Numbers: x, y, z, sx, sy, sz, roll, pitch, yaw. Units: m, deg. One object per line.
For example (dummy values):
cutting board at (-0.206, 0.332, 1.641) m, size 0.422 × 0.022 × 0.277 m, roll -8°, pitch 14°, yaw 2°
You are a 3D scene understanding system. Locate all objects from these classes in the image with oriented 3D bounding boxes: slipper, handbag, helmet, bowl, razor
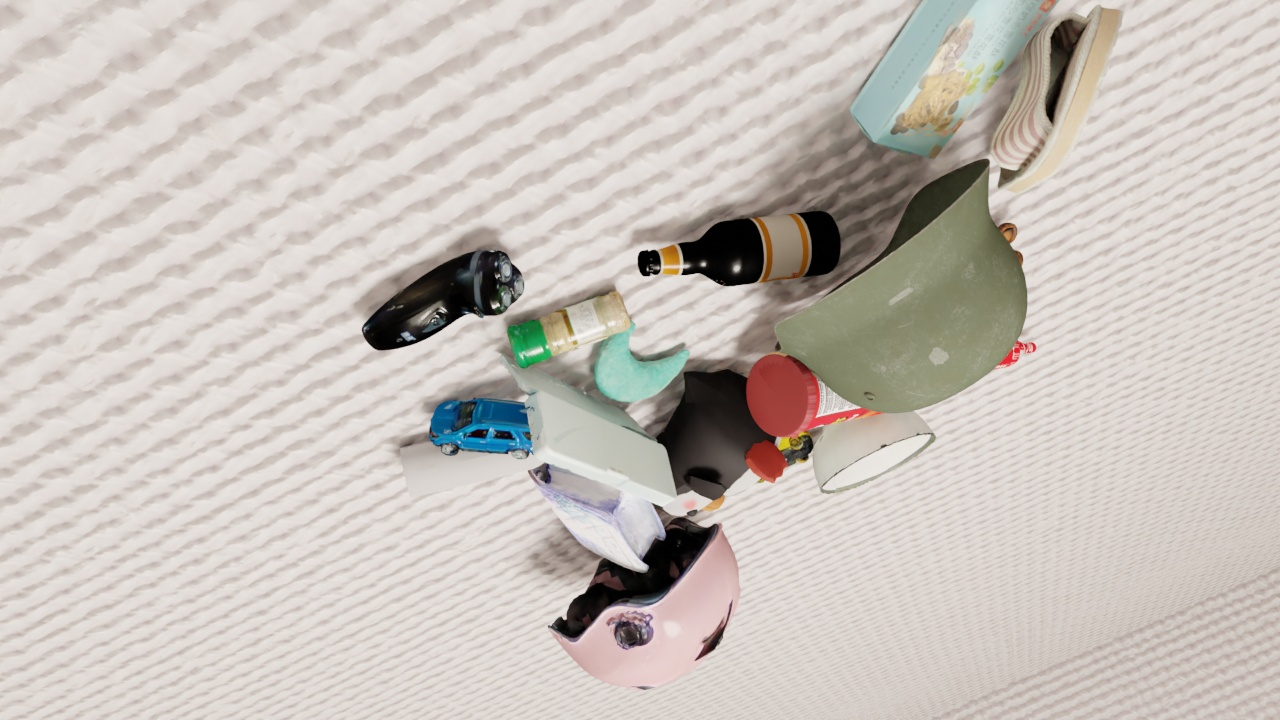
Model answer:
slipper at (0.316, -0.201, 0.731) m, size 0.052 × 0.115 × 0.262 m, roll 17°, pitch 180°, yaw 11°
handbag at (-0.047, 0.169, 1.054) m, size 0.069 × 0.127 × 0.159 m, roll -59°, pitch 148°, yaw -23°
helmet at (0.024, 0.310, 1.140) m, size 0.256 × 0.152 × 0.229 m, roll -35°, pitch 179°, yaw 19°
bowl at (0.276, 0.099, 1.130) m, size 0.153 × 0.073 × 0.154 m, roll -21°, pitch 157°, yaw -9°
razor at (-0.164, -0.043, 0.763) m, size 0.140 × 0.063 × 0.053 m, roll -28°, pitch 142°, yaw 7°
helmet at (0.241, -0.039, 0.826) m, size 0.226 × 0.154 × 0.268 m, roll -41°, pitch -174°, yaw -26°

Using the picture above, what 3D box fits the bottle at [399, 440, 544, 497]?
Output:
bottle at (-0.145, 0.094, 0.950) m, size 0.195 × 0.052 × 0.053 m, roll -12°, pitch 142°, yaw -12°

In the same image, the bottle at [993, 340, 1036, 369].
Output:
bottle at (0.416, -0.009, 1.104) m, size 0.141 × 0.042 × 0.042 m, roll -6°, pitch 140°, yaw -19°

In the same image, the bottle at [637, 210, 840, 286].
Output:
bottle at (0.086, -0.097, 0.822) m, size 0.181 × 0.059 × 0.059 m, roll -8°, pitch 141°, yaw -17°

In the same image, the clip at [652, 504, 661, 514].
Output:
clip at (0.007, 0.188, 1.168) m, size 0.026 × 0.050 × 0.061 m, roll 44°, pitch 68°, yaw -49°

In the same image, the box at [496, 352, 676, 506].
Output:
box at (-0.045, 0.065, 0.895) m, size 0.044 × 0.136 × 0.197 m, roll -41°, pitch 139°, yaw 17°

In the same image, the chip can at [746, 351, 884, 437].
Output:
chip can at (0.217, 0.026, 0.983) m, size 0.212 × 0.087 × 0.087 m, roll -6°, pitch 142°, yaw -39°

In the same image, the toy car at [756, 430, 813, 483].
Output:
toy car at (0.169, 0.122, 1.154) m, size 0.107 × 0.030 × 0.049 m, roll -27°, pitch 144°, yaw 3°

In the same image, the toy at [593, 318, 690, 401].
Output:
toy at (-0.006, 0.005, 0.929) m, size 0.105 × 0.033 × 0.085 m, roll 24°, pitch 113°, yaw -42°

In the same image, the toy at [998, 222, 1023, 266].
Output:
toy at (0.339, -0.109, 0.927) m, size 0.112 × 0.067 × 0.087 m, roll 13°, pitch 108°, yaw -21°

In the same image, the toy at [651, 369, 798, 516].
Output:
toy at (0.061, 0.099, 1.014) m, size 0.140 × 0.158 × 0.185 m, roll 37°, pitch 133°, yaw -6°

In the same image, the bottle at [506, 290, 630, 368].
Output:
bottle at (-0.066, -0.030, 0.847) m, size 0.111 × 0.043 × 0.043 m, roll -20°, pitch 143°, yaw -4°

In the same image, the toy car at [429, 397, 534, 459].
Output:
toy car at (-0.145, 0.062, 0.892) m, size 0.120 × 0.056 × 0.044 m, roll 3°, pitch 135°, yaw 2°

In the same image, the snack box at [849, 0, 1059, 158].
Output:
snack box at (0.249, -0.246, 0.724) m, size 0.074 × 0.053 × 0.175 m, roll 4°, pitch 137°, yaw -33°
